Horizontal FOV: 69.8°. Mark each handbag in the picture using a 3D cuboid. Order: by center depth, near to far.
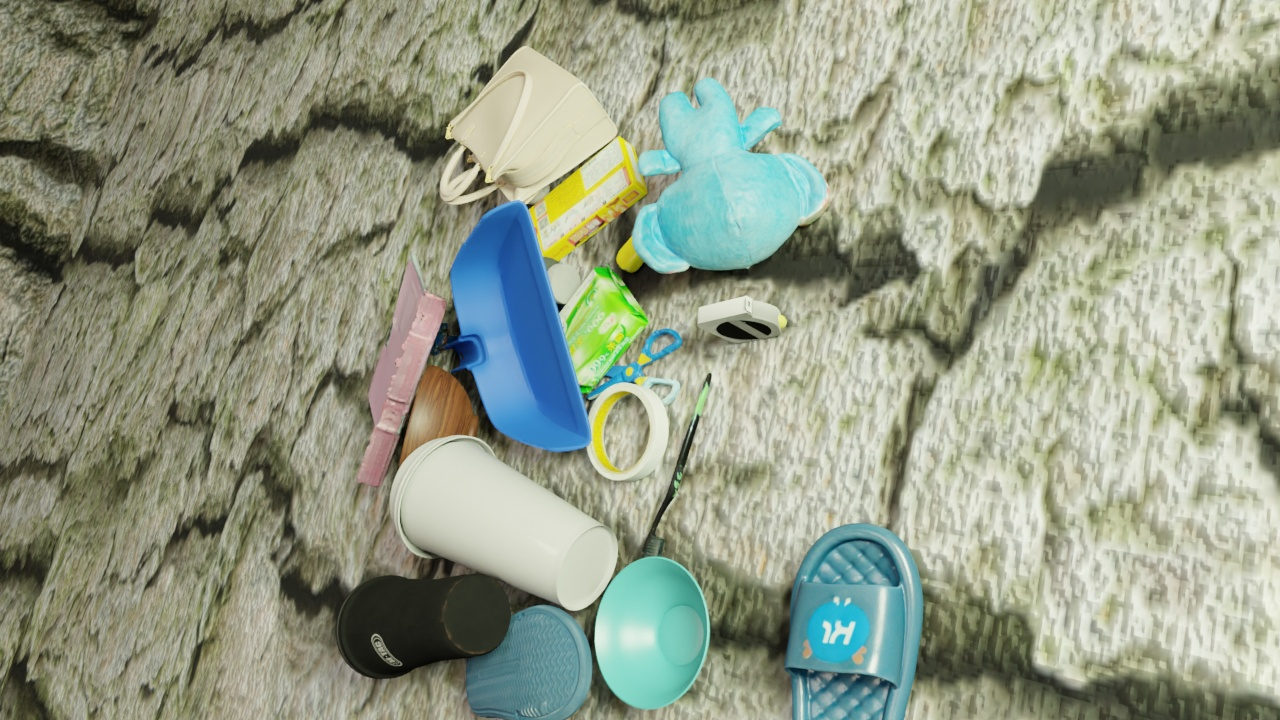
[{"bbox_3d":[-0.152,-0.249,1.053,0.198,0.101,0.194,-42,41,0],"label":"handbag"}]

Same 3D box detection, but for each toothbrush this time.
[{"bbox_3d":[0.037,0.101,0.837,0.017,0.014,0.188,16,84,31],"label":"toothbrush"}]

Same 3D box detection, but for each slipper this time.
[{"bbox_3d":[0.143,0.223,0.663,0.104,0.059,0.213,-4,72,43],"label":"slipper"},{"bbox_3d":[-0.103,0.285,0.855,0.214,0.059,0.103,-27,58,50],"label":"slipper"}]

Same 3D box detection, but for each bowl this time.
[{"bbox_3d":[0.021,0.231,0.775,0.121,0.046,0.121,-17,62,36],"label":"bowl"},{"bbox_3d":[-0.218,0.083,1.019,0.147,0.069,0.147,-168,92,-82],"label":"bowl"}]

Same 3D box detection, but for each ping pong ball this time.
[{"bbox_3d":[-0.127,-0.205,1.085,0.040,0.040,0.040,-17,62,36],"label":"ping pong ball"}]

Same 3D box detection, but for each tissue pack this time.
[{"bbox_3d":[-0.049,-0.033,0.946,0.114,0.034,0.099,-51,42,16],"label":"tissue pack"}]

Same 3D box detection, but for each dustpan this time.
[{"bbox_3d":[-0.154,-0.018,0.986,0.258,0.059,0.245,-12,94,66],"label":"dustpan"}]

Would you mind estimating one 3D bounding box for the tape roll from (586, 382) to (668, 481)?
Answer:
[{"bbox_3d":[-0.014,0.069,0.882,0.094,0.019,0.094,-10,75,41],"label":"tape roll"}]

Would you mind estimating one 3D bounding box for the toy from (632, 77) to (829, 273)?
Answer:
[{"bbox_3d":[0.071,-0.167,0.851,0.183,0.115,0.180,-20,77,10],"label":"toy"}]

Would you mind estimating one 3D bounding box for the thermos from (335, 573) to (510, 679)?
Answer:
[{"bbox_3d":[-0.213,0.257,0.905,0.219,0.105,0.105,-24,58,48],"label":"thermos"}]

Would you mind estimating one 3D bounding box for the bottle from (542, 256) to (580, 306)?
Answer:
[{"bbox_3d":[-0.119,-0.085,1.017,0.109,0.060,0.060,5,76,43],"label":"bottle"}]

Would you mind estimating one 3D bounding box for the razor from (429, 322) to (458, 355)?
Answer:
[{"bbox_3d":[-0.213,-0.021,1.104,0.141,0.018,0.044,11,80,44],"label":"razor"}]

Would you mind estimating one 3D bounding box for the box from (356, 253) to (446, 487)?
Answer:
[{"bbox_3d":[-0.283,0.013,1.088,0.180,0.050,0.233,-105,35,-50],"label":"box"}]

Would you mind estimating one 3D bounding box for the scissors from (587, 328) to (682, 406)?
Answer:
[{"bbox_3d":[-0.007,0.023,0.910,0.133,0.020,0.097,-29,54,32],"label":"scissors"}]

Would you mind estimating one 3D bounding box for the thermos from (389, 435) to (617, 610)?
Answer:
[{"bbox_3d":[-0.132,0.161,0.895,0.222,0.131,0.131,18,85,37],"label":"thermos"}]

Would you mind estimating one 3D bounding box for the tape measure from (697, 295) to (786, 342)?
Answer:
[{"bbox_3d":[0.090,-0.035,0.807,0.064,0.065,0.016,-12,66,41],"label":"tape measure"}]

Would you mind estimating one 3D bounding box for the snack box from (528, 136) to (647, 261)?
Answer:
[{"bbox_3d":[-0.063,-0.176,1.028,0.153,0.025,0.075,-33,54,27],"label":"snack box"}]

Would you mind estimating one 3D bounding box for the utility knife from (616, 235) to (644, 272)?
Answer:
[{"bbox_3d":[0.040,-0.164,0.935,0.187,0.020,0.028,-49,49,17],"label":"utility knife"}]
